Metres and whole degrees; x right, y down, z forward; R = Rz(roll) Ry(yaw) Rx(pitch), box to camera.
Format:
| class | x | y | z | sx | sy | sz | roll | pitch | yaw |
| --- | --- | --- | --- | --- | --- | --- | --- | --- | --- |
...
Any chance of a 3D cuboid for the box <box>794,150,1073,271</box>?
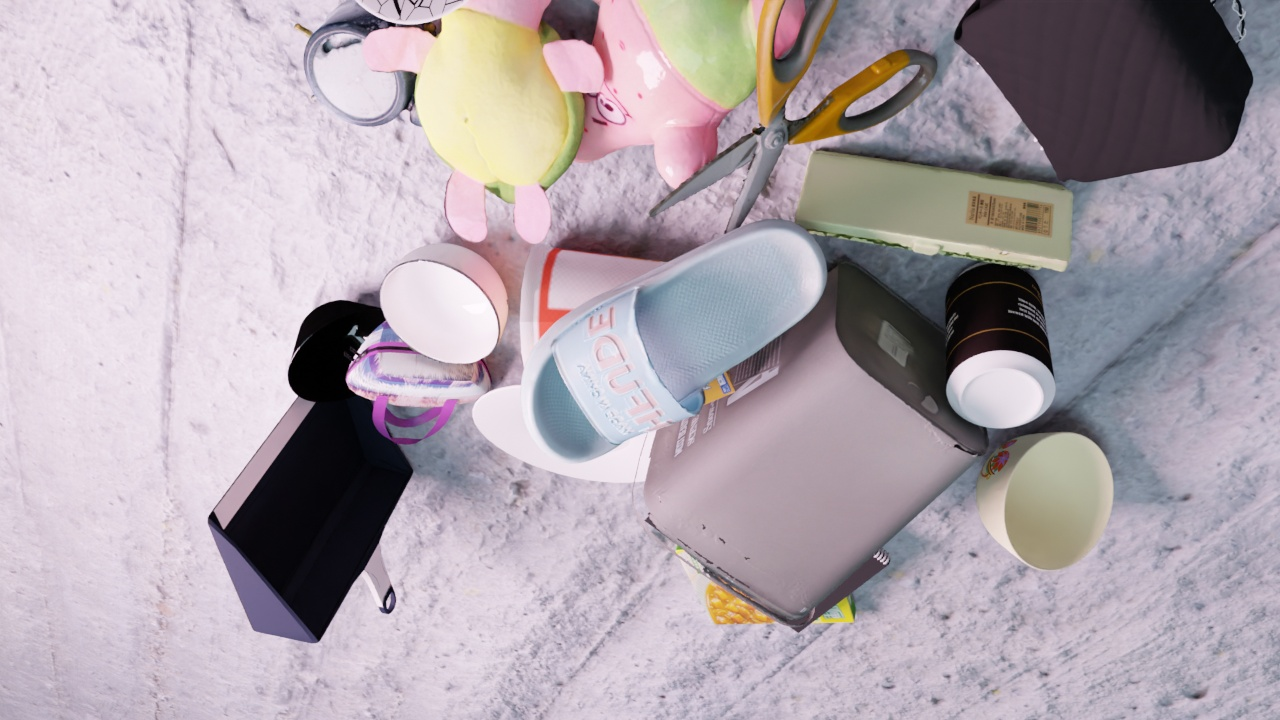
| class | x | y | z | sx | sy | sz | roll | pitch | yaw |
| --- | --- | --- | --- | --- | --- | --- | --- | --- | --- |
| box | 0.208 | -0.100 | 0.676 | 0.188 | 0.091 | 0.083 | 13 | 155 | 12 |

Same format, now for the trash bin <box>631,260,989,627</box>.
| class | x | y | z | sx | sy | sz | roll | pitch | yaw |
| --- | --- | --- | --- | --- | --- | --- | --- | --- | --- |
| trash bin | 0.143 | 0.061 | 0.753 | 0.197 | 0.196 | 0.221 | 35 | 125 | -11 |

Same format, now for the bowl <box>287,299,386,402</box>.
| class | x | y | z | sx | sy | sz | roll | pitch | yaw |
| --- | --- | --- | --- | --- | --- | --- | --- | --- | --- |
| bowl | -0.292 | -0.021 | 0.890 | 0.052 | 0.123 | 0.124 | 51 | 138 | 26 |

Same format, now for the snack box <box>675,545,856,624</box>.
| class | x | y | z | sx | sy | sz | roll | pitch | yaw |
| --- | --- | --- | --- | --- | --- | --- | --- | --- | --- |
| snack box | 0.138 | 0.240 | 1.006 | 0.168 | 0.027 | 0.132 | -9 | 125 | 24 |

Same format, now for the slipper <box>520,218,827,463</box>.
| class | x | y | z | sx | sy | sz | roll | pitch | yaw |
| --- | --- | --- | --- | --- | --- | --- | --- | --- | --- |
| slipper | 0.019 | -0.011 | 0.637 | 0.246 | 0.074 | 0.104 | -32 | 109 | 12 |

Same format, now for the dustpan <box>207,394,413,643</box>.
| class | x | y | z | sx | sy | sz | roll | pitch | yaw |
| --- | --- | --- | --- | --- | --- | --- | --- | --- | --- |
| dustpan | -0.313 | 0.172 | 0.955 | 0.080 | 0.235 | 0.274 | 10 | 131 | 8 |

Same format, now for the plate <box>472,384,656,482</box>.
| class | x | y | z | sx | sy | sz | roll | pitch | yaw |
| --- | --- | --- | --- | --- | --- | --- | --- | --- | --- |
| plate | -0.061 | 0.071 | 0.903 | 0.208 | 0.015 | 0.209 | 9 | 151 | 5 |

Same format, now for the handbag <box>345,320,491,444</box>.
| class | x | y | z | sx | sy | sz | roll | pitch | yaw |
| --- | --- | --- | --- | --- | --- | --- | --- | --- | --- |
| handbag | -0.227 | 0.033 | 0.922 | 0.144 | 0.068 | 0.170 | 4 | 147 | -20 |

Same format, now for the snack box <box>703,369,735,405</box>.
| class | x | y | z | sx | sy | sz | roll | pitch | yaw |
| --- | --- | --- | --- | --- | --- | --- | --- | --- | --- |
| snack box | -0.004 | 0.004 | 0.706 | 0.126 | 0.040 | 0.088 | -23 | 112 | 9 |

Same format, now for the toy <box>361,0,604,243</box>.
| class | x | y | z | sx | sy | sz | roll | pitch | yaw |
| --- | --- | --- | --- | --- | --- | --- | --- | --- | --- |
| toy | -0.102 | -0.199 | 0.646 | 0.190 | 0.087 | 0.238 | 11 | 115 | 24 |

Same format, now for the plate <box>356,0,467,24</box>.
| class | x | y | z | sx | sy | sz | roll | pitch | yaw |
| --- | --- | --- | --- | --- | --- | --- | --- | --- | --- |
| plate | -0.134 | -0.310 | 0.580 | 0.189 | 0.016 | 0.188 | 4 | 98 | 31 |

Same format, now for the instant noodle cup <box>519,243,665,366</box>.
| class | x | y | z | sx | sy | sz | roll | pitch | yaw |
| --- | --- | --- | --- | --- | --- | --- | --- | --- | --- |
| instant noodle cup | -0.027 | -0.035 | 0.772 | 0.121 | 0.123 | 0.124 | 1 | 130 | 7 |

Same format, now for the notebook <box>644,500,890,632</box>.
| class | x | y | z | sx | sy | sz | roll | pitch | yaw |
| --- | --- | --- | --- | --- | --- | --- | --- | --- | --- |
| notebook | 0.127 | 0.181 | 0.939 | 0.206 | 0.016 | 0.149 | 37 | 125 | -3 |

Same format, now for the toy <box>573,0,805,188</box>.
| class | x | y | z | sx | sy | sz | roll | pitch | yaw |
| --- | --- | --- | --- | --- | --- | --- | --- | --- | --- |
| toy | 0.004 | -0.205 | 0.630 | 0.237 | 0.096 | 0.192 | -32 | 82 | 49 |

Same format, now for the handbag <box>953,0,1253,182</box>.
| class | x | y | z | sx | sy | sz | roll | pitch | yaw |
| --- | --- | --- | --- | --- | --- | --- | --- | --- | --- |
| handbag | 0.284 | -0.198 | 0.566 | 0.153 | 0.114 | 0.125 | 40 | 153 | -21 |

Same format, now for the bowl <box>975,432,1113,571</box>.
| class | x | y | z | sx | sy | sz | roll | pitch | yaw |
| --- | --- | --- | --- | --- | --- | --- | --- | --- | --- |
| bowl | 0.336 | 0.114 | 0.798 | 0.118 | 0.118 | 0.074 | 43 | 171 | -19 |

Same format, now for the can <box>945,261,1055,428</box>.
| class | x | y | z | sx | sy | sz | roll | pitch | yaw |
| --- | --- | --- | --- | --- | --- | --- | --- | --- | --- |
| can | 0.264 | -0.014 | 0.682 | 0.072 | 0.128 | 0.072 | 9 | 131 | 10 |

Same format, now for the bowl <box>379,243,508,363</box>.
| class | x | y | z | sx | sy | sz | roll | pitch | yaw |
| --- | --- | --- | --- | --- | --- | --- | --- | --- | --- |
| bowl | -0.170 | -0.058 | 0.828 | 0.113 | 0.063 | 0.114 | 9 | 131 | 11 |

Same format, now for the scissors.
| class | x | y | z | sx | sy | sz | roll | pitch | yaw |
| --- | --- | --- | --- | --- | --- | --- | --- | --- | --- |
| scissors | 0.096 | -0.165 | 0.584 | 0.225 | 0.016 | 0.225 | -31 | 147 | -4 |

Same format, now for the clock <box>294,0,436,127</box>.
| class | x | y | z | sx | sy | sz | roll | pitch | yaw |
| --- | --- | --- | --- | --- | --- | --- | --- | --- | --- |
| clock | -0.196 | -0.226 | 0.705 | 0.129 | 0.052 | 0.090 | 6 | 131 | 8 |
